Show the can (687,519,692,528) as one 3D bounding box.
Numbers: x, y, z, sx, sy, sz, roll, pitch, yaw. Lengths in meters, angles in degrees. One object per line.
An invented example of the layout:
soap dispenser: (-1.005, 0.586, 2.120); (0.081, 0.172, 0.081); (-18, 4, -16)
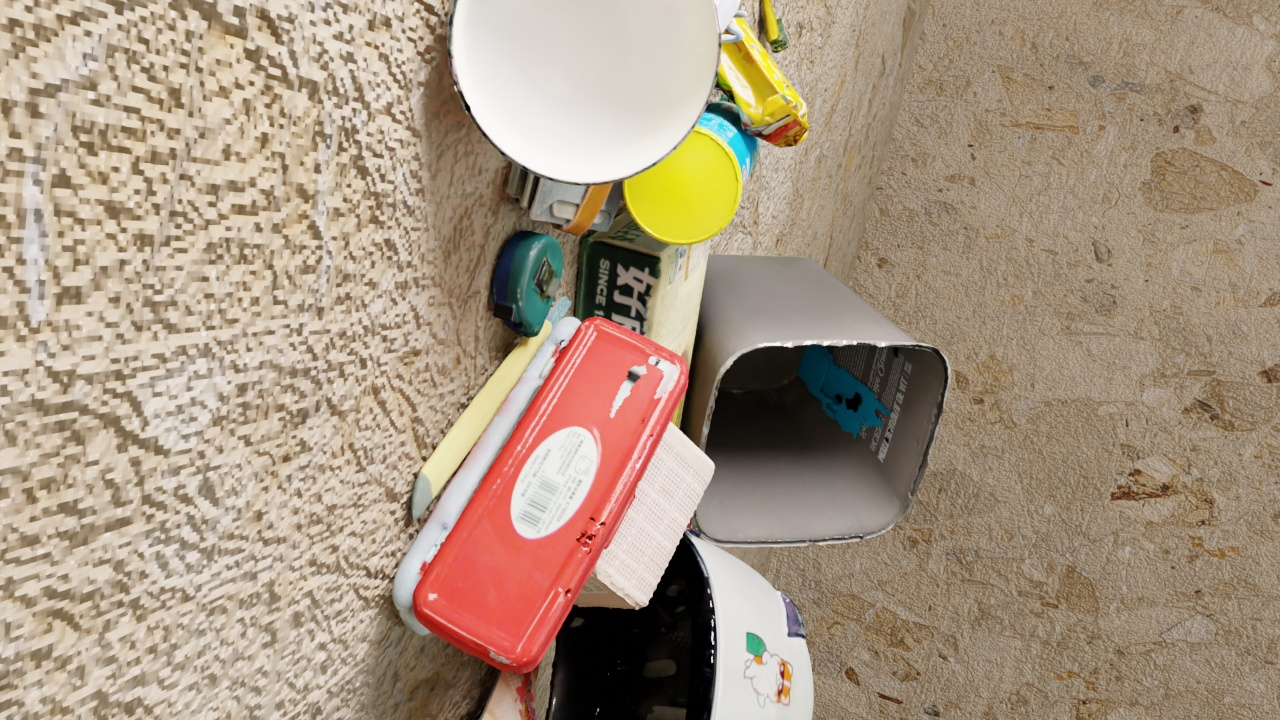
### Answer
can: (0.009, 0.192, 0.933); (0.067, 0.066, 0.093); (81, 30, -57)

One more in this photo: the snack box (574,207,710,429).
snack box: (-0.004, 0.004, 0.703); (0.114, 0.063, 0.240); (-49, 151, -55)

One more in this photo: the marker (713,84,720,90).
marker: (0.048, -0.225, 0.725); (0.124, 0.018, 0.015); (-29, 139, -69)

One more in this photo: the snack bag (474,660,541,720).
snack bag: (-0.114, 0.297, 0.661); (0.207, 0.073, 0.129); (-62, 162, -57)

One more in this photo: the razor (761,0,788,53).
razor: (0.126, -0.348, 0.840); (0.133, 0.028, 0.043); (87, 2, -58)

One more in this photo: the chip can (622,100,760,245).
chip can: (0.042, -0.136, 0.636); (0.209, 0.071, 0.071); (-62, 164, -68)

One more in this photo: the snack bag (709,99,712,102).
snack bag: (0.048, -0.164, 0.771); (0.045, 0.026, 0.105); (-14, 116, -77)

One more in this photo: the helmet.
helmet: (0.034, 0.240, 0.660); (0.275, 0.156, 0.229); (-36, -137, 51)

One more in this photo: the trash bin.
trash bin: (0.123, 0.020, 0.810); (0.219, 0.198, 0.199); (-109, -157, -58)

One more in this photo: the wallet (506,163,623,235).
wallet: (-0.030, -0.125, 0.532); (0.129, 0.037, 0.106); (-11, 117, -72)

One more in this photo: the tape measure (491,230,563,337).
tape measure: (-0.063, -0.045, 0.524); (0.054, 0.025, 0.058); (56, 52, -71)

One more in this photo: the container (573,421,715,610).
container: (-0.023, 0.095, 0.599); (0.090, 0.090, 0.110); (45, 55, -27)

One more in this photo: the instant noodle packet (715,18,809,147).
instant noodle packet: (0.067, -0.210, 0.643); (0.044, 0.128, 0.110); (-36, 174, 16)

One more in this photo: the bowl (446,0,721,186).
bowl: (-0.027, -0.143, 0.413); (0.066, 0.116, 0.117); (-112, -151, -64)

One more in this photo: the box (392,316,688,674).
box: (-0.053, 0.078, 0.531); (0.200, 0.094, 0.100); (-60, 172, -25)

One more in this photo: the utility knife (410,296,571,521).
utility knife: (-0.081, 0.019, 0.537); (0.182, 0.019, 0.031); (-52, 160, -37)

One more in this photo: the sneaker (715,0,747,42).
sneaker: (0.027, -0.237, 0.536); (0.091, 0.089, 0.241); (88, 18, -59)

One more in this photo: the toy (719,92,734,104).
toy: (0.081, -0.221, 0.814); (0.097, 0.030, 0.091); (-66, 174, 26)
